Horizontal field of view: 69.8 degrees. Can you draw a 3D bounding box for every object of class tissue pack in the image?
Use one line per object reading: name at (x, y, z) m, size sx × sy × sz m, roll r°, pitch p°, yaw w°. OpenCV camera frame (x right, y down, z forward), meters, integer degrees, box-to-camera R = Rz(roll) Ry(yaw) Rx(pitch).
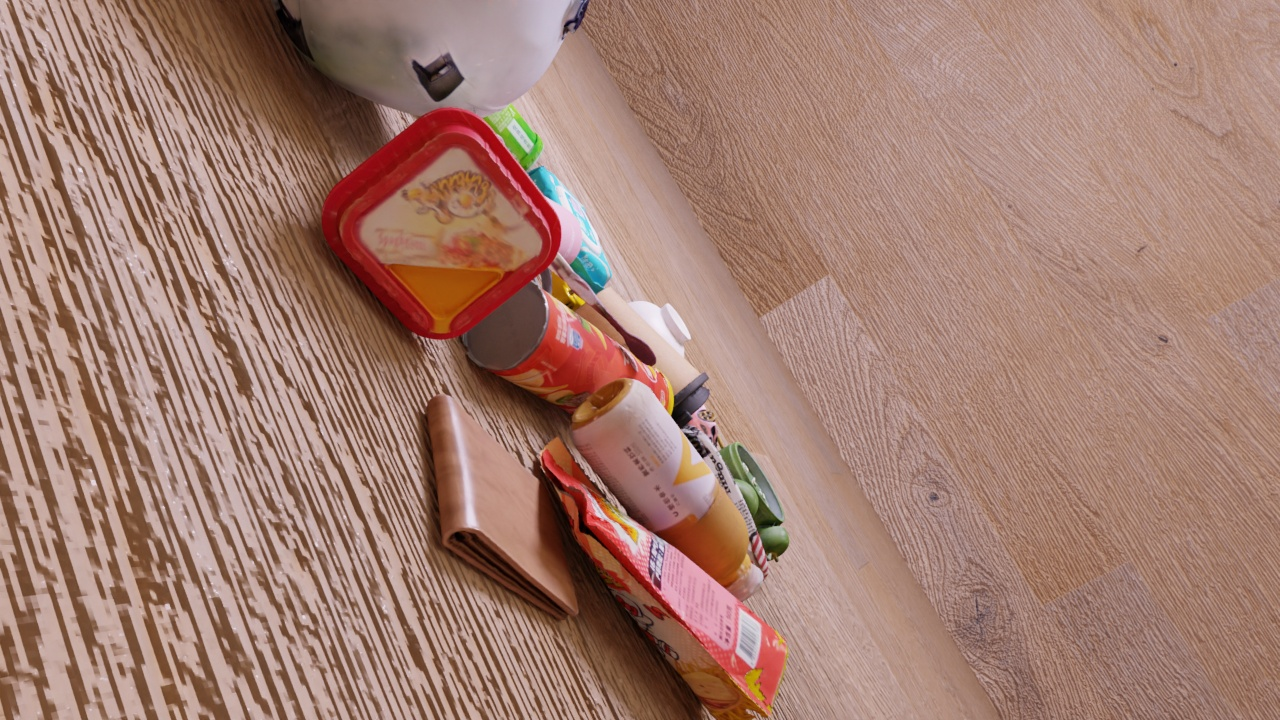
tissue pack at (-0.081, -0.134, 0.974) m, size 0.093 × 0.050 × 0.133 m, roll 42°, pitch 20°, yaw -53°

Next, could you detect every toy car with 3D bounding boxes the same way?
toy car at (0.049, 0.059, 1.000) m, size 0.122 × 0.037 × 0.056 m, roll -122°, pitch -154°, yaw -49°

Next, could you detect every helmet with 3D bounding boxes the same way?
helmet at (-0.163, -0.254, 0.667) m, size 0.229 × 0.146 × 0.258 m, roll 21°, pitch 0°, yaw 2°

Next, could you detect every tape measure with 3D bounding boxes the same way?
tape measure at (-0.068, -0.068, 0.910) m, size 0.057 × 0.029 × 0.060 m, roll 45°, pitch 17°, yaw -47°

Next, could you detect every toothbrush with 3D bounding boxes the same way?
toothbrush at (-0.051, -0.061, 0.689) m, size 0.187 × 0.016 × 0.017 m, roll 45°, pitch 1°, yaw -22°

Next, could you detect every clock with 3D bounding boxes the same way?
clock at (0.110, 0.154, 0.988) m, size 0.116 × 0.056 × 0.161 m, roll 50°, pitch 14°, yaw -26°

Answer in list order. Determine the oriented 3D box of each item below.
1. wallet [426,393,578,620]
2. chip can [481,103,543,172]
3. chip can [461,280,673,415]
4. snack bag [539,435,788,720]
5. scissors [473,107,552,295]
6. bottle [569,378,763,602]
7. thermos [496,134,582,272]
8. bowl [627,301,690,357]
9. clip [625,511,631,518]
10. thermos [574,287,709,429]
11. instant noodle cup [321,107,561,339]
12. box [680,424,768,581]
wallet at (-0.077, 0.084, 0.520) m, size 0.115 × 0.020 × 0.101 m, roll 51°, pitch 13°, yaw -41°
chip can at (-0.179, -0.261, 0.856) m, size 0.221 × 0.073 × 0.072 m, roll 50°, pitch 14°, yaw -31°
chip can at (-0.048, 0.005, 0.707) m, size 0.216 × 0.073 × 0.073 m, roll 36°, pitch 24°, yaw -58°
snack bag at (0.011, 0.145, 0.605) m, size 0.208 × 0.073 × 0.128 m, roll 49°, pitch 0°, yaw -17°
scissors at (-0.103, -0.098, 0.692) m, size 0.163 × 0.014 × 0.164 m, roll 12°, pitch 79°, yaw -66°
bottle at (0.025, 0.101, 0.674) m, size 0.189 × 0.068 × 0.068 m, roll 53°, pitch 13°, yaw -16°
thermos at (-0.109, -0.130, 0.781) m, size 0.067 × 0.087 × 0.198 m, roll 19°, pitch 1°, yaw 17°
bowl at (0.019, -0.028, 1.068) m, size 0.118 × 0.065 × 0.118 m, roll 54°, pitch 13°, yaw -19°
clip at (0.001, 0.137, 0.691) m, size 0.058 × 0.038 × 0.026 m, roll 57°, pitch 18°, yaw 10°
thermos at (-0.005, 0.005, 0.852) m, size 0.143 × 0.093 × 0.093 m, roll 51°, pitch 12°, yaw 3°
instant noodle cup at (-0.126, -0.094, 0.580) m, size 0.116 × 0.116 × 0.124 m, roll 51°, pitch 3°, yaw -28°
box at (0.069, 0.137, 0.851) m, size 0.051 × 0.069 × 0.164 m, roll -26°, pitch 93°, yaw -39°
